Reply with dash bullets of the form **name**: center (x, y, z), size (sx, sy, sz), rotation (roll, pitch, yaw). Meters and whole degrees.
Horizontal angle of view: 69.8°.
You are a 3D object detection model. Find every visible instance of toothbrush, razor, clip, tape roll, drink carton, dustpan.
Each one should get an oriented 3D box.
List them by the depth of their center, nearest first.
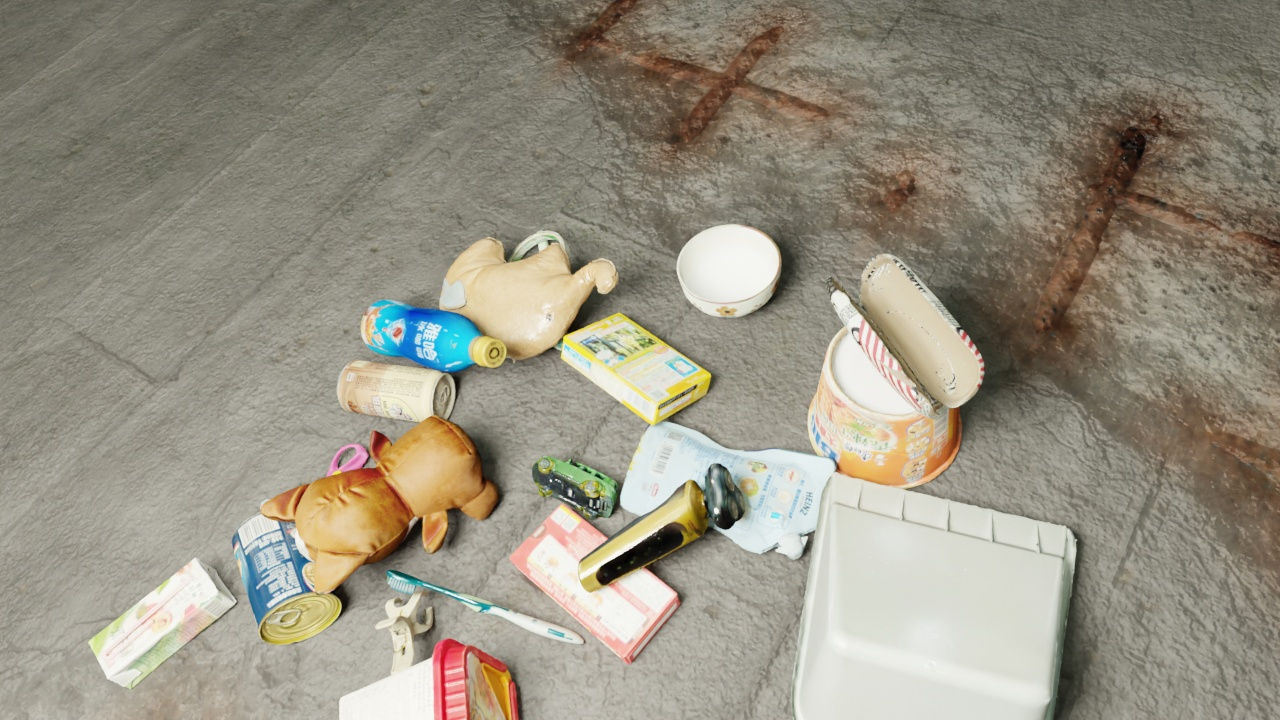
- **dustpan**: center (0.239, 0.249, 0.777), size (0.223, 0.143, 0.257), rotation (12, 32, 14)
- **clip**: center (-0.215, 0.239, 0.830), size (0.034, 0.072, 0.100), rotation (-15, 9, 1)
- **razor**: center (0.018, 0.157, 0.831), size (0.167, 0.062, 0.067), rotation (-31, 27, -3)
- **toothbrush**: center (-0.143, 0.228, 0.838), size (0.191, 0.016, 0.018), rotation (19, 96, 0)
- **drink carton**: center (-0.464, 0.253, 0.889), size (0.122, 0.045, 0.053), rotation (-40, 59, -17)
- **toothbrush**: center (-0.103, -0.088, 1.079), size (0.029, 0.020, 0.189), rotation (-10, 52, -8)
- **tape roll**: center (-0.123, -0.115, 1.088), size (0.086, 0.014, 0.085), rotation (-18, 53, 25)

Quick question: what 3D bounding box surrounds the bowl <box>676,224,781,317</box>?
- **bowl**: center (0.100, -0.089, 1.018), size (0.113, 0.062, 0.113), rotation (-5, 53, 7)

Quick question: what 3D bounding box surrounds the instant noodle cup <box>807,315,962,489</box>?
- **instant noodle cup**: center (0.237, 0.033, 0.877), size (0.151, 0.111, 0.151), rotation (-5, 55, 7)

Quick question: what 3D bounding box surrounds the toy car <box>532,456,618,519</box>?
- **toy car**: center (-0.065, 0.123, 0.910), size (0.091, 0.043, 0.036), rotation (21, 45, 13)

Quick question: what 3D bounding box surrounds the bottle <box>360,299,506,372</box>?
- **bottle**: center (-0.221, -0.023, 0.985), size (0.219, 0.065, 0.065), rotation (13, 56, 43)

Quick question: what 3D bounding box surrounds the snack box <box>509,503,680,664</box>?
- **snack box**: center (-0.044, 0.206, 0.860), size (0.153, 0.025, 0.075), rotation (33, 67, 28)

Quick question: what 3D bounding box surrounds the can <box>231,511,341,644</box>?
- **can**: center (-0.342, 0.205, 0.884), size (0.075, 0.075, 0.111), rotation (-29, 55, -11)

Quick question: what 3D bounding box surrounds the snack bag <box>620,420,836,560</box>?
- **snack bag**: center (0.084, 0.122, 0.889), size (0.191, 0.039, 0.110), rotation (14, 54, 17)

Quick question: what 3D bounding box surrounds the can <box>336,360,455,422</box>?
- **can**: center (-0.266, 0.034, 0.999), size (0.116, 0.058, 0.058), rotation (7, 57, 15)

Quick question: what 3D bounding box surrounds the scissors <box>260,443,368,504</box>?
- **scissors**: center (-0.332, 0.148, 0.960), size (0.134, 0.017, 0.113), rotation (-42, 63, -13)

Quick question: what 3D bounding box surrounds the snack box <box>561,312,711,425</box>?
- **snack box**: center (-0.006, 0.006, 0.969), size (0.140, 0.034, 0.086), rotation (36, 43, 27)

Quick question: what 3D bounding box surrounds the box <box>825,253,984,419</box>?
- **box**: center (0.236, -0.028, 0.805), size (0.088, 0.076, 0.162), rotation (-38, 53, 10)

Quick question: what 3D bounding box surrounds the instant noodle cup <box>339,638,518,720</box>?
- **instant noodle cup**: center (-0.178, 0.308, 0.766), size (0.124, 0.116, 0.116), rotation (-19, 54, 10)

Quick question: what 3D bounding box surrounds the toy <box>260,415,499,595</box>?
- **toy**: center (-0.248, 0.139, 0.891), size (0.199, 0.131, 0.140), rotation (-29, 51, -36)

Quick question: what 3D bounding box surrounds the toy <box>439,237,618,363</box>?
- **toy**: center (-0.122, -0.065, 1.009), size (0.226, 0.082, 0.143), rotation (7, 83, 28)
